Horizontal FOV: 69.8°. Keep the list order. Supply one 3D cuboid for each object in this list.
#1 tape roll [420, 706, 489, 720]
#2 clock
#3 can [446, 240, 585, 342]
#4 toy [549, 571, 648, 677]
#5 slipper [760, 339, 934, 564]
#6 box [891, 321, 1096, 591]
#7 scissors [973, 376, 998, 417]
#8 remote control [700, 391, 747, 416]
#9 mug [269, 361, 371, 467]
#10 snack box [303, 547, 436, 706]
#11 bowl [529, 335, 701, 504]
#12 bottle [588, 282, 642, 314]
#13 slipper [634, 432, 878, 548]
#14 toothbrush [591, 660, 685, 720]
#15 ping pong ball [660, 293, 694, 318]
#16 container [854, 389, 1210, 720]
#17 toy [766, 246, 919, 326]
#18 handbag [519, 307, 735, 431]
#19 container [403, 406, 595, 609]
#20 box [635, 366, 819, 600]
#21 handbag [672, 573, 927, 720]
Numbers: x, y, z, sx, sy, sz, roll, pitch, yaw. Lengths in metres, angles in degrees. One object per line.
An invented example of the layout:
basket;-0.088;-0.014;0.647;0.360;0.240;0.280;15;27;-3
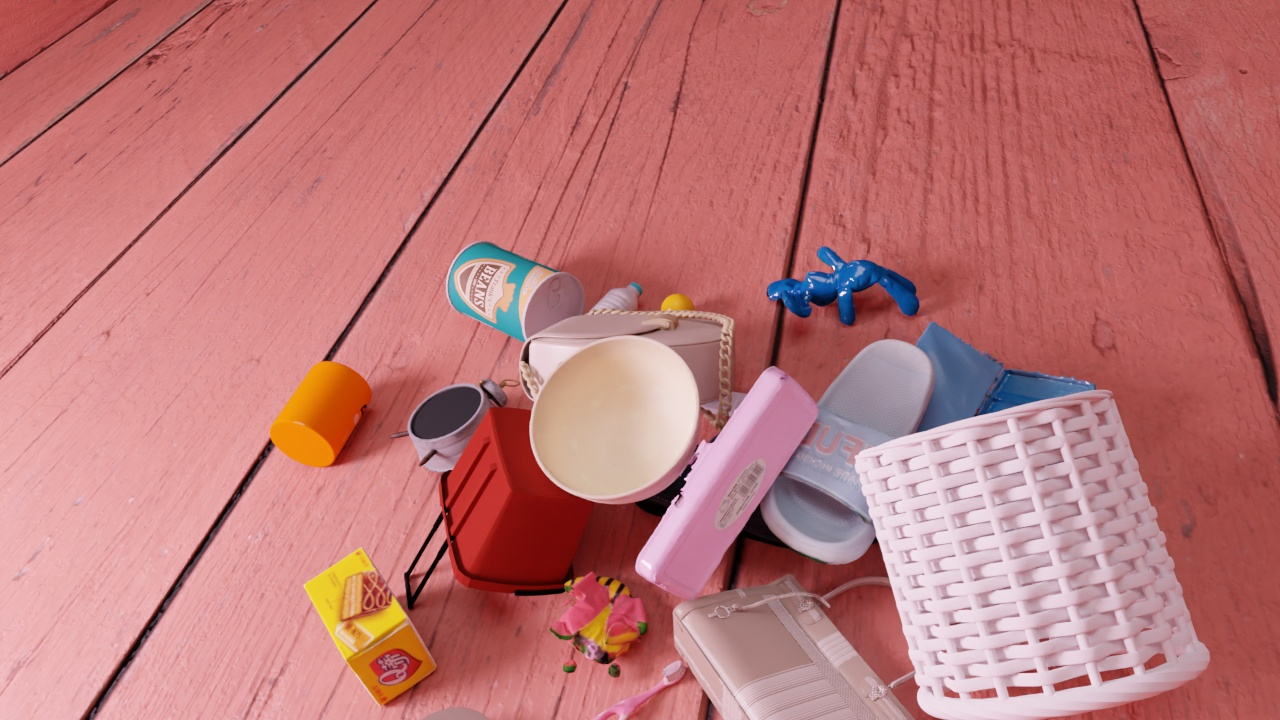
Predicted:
tape roll;-0.152;0.329;0.734;0.094;0.030;0.093;-8;42;7
clock;-0.193;0.065;1.013;0.147;0.056;0.104;-39;38;-19
can;-0.154;-0.080;1.127;0.144;0.099;0.099;24;54;35
toy;-0.036;0.225;0.802;0.084;0.046;0.103;-1;33;-3
slipper;0.184;0.064;0.798;0.104;0.074;0.244;21;57;27
box;0.297;0.083;0.843;0.175;0.060;0.231;27;60;26
scissors;0.356;0.060;0.894;0.130;0.014;0.153;-34;43;-20
remote control;0.059;0.043;0.997;0.131;0.012;0.033;7;39;23
mug;-0.377;0.066;1.060;0.113;0.077;0.095;-22;33;36
snack box;-0.240;0.237;0.819;0.061;0.084;0.106;-33;44;-20
bowl;-0.013;0.061;0.798;0.151;0.075;0.150;-8;61;14
bottle;-0.043;-0.046;1.100;0.044;0.044;0.136;19;52;32
slipper;0.114;0.105;0.862;0.266;0.084;0.108;6;44;17
toothbrush;-0.017;0.289;0.749;0.134;0.016;0.021;-32;45;-19
ping pong ball;0.044;-0.060;1.092;0.040;0.040;0.040;-8;42;7
container;0.268;0.135;0.653;0.189;0.189;0.186;-14;78;1
toy;0.226;-0.080;1.046;0.176;0.071;0.112;0;33;16
handbag;-0.006;0.005;0.949;0.209;0.103;0.210;1;10;9
container;-0.132;0.158;0.869;0.127;0.201;0.148;11;33;-28
box;0.060;0.096;0.781;0.101;0.111;0.201;29;83;47
handbag;0.155;0.239;0.740;0.197;0.062;0.175;-21;42;-20
